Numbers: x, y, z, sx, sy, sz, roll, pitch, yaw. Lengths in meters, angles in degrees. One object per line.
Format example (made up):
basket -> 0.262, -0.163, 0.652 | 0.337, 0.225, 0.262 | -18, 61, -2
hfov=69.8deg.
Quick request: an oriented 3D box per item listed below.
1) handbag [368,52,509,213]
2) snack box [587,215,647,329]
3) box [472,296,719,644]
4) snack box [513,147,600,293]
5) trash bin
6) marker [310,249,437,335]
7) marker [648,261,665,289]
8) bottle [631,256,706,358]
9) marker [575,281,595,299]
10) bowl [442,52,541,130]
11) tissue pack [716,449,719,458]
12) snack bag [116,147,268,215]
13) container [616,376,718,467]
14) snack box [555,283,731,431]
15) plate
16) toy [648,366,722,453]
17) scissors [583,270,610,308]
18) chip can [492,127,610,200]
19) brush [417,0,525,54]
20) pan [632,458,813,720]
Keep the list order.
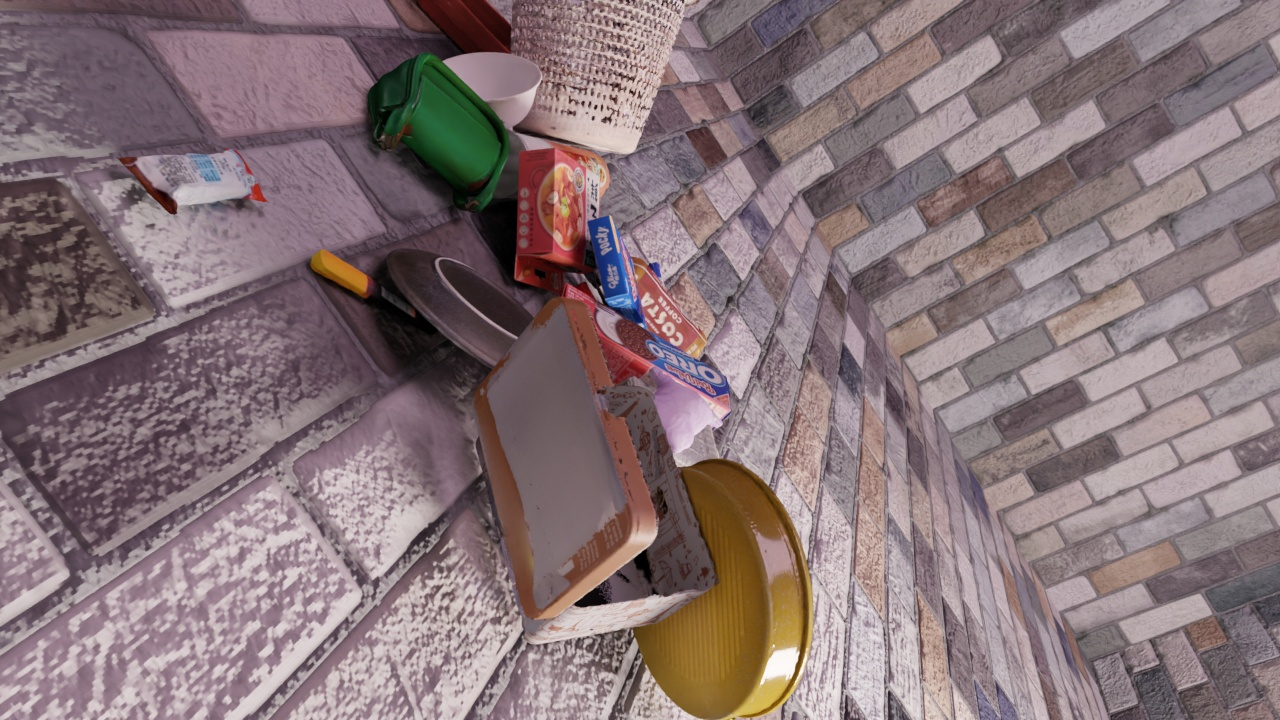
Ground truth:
handbag -> -0.190, -0.211, 0.859 | 0.131, 0.068, 0.120 | 42, 35, -39
snack box -> -0.022, -0.086, 0.963 | 0.157, 0.026, 0.084 | 54, 23, -77
box -> -0.021, 0.076, 0.642 | 0.156, 0.193, 0.183 | 1, 57, -36
snack box -> -0.082, -0.137, 0.928 | 0.113, 0.044, 0.127 | 9, 83, -70
trash bin -> -0.060, -0.346, 1.050 | 0.227, 0.228, 0.192 | -14, 117, -67
marker -> -0.198, -0.048, 0.694 | 0.124, 0.015, 0.018 | 37, 32, -49
marker -> 0.031, -0.074, 1.218 | 0.017, 0.017, 0.145 | 35, 32, -46
bottle -> 0.010, -0.070, 1.110 | 0.175, 0.058, 0.057 | 49, 24, -25
marker -> -0.031, -0.022, 1.017 | 0.145, 0.017, 0.017 | 59, 22, 0
bowl -> -0.162, -0.272, 0.970 | 0.118, 0.118, 0.065 | -94, -175, -48
tissue pack -> 0.047, 0.101, 0.979 | 0.095, 0.052, 0.157 | 38, 30, -42
snack bag -> -0.279, -0.114, 0.583 | 0.048, 0.026, 0.104 | 51, 23, -4
container -> 0.004, 0.083, 0.864 | 0.114, 0.090, 0.090 | 35, 32, -40
snack box -> -0.005, 0.005, 0.912 | 0.207, 0.058, 0.057 | 30, 32, -21
plate -> -0.124, -0.040, 0.743 | 0.179, 0.024, 0.179 | 37, 10, -8
toy -> 0.025, 0.046, 0.800 | 0.084, 0.039, 0.107 | 39, 29, 7
scissors -> -0.042, -0.073, 1.025 | 0.159, 0.014, 0.170 | 58, 4, -36
chip can -> -0.107, -0.211, 1.023 | 0.071, 0.071, 0.214 | 61, 21, 4
brush -> -0.203, -0.400, 1.067 | 0.146, 0.063, 0.069 | 40, 15, -37
pan -> 0.070, 0.255, 0.716 | 0.078, 0.198, 0.357 | -1, 87, -32
